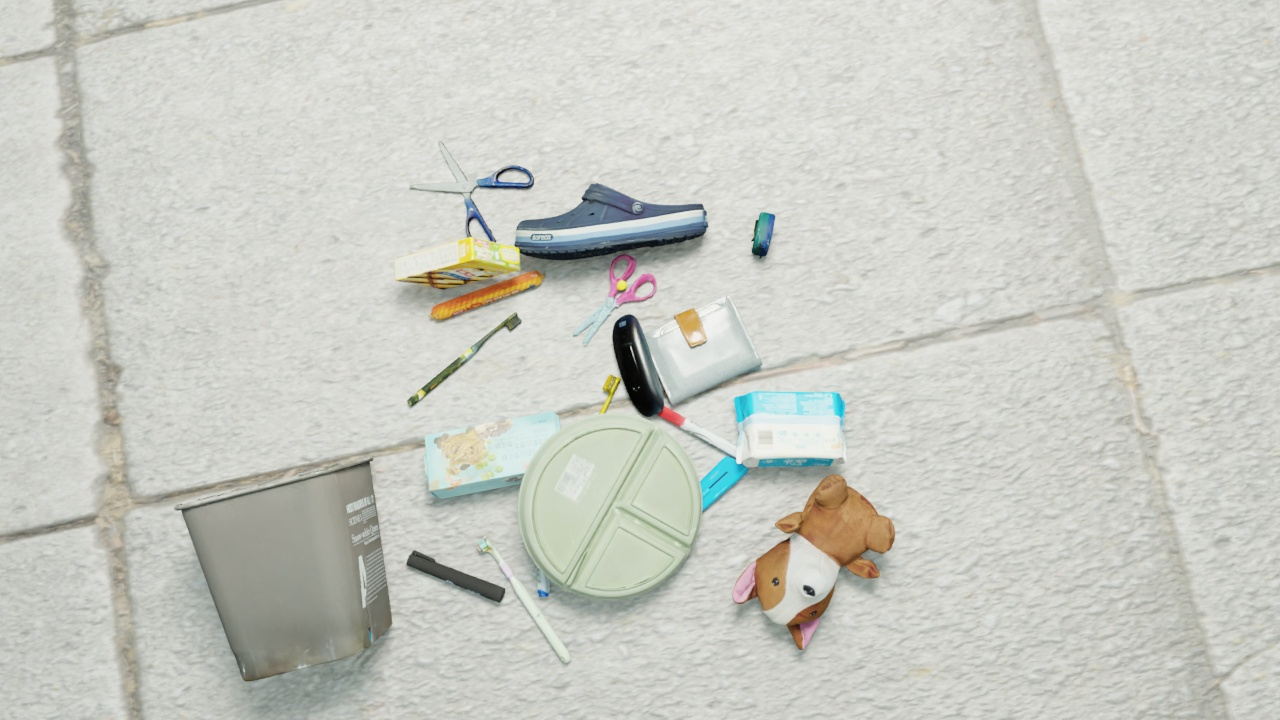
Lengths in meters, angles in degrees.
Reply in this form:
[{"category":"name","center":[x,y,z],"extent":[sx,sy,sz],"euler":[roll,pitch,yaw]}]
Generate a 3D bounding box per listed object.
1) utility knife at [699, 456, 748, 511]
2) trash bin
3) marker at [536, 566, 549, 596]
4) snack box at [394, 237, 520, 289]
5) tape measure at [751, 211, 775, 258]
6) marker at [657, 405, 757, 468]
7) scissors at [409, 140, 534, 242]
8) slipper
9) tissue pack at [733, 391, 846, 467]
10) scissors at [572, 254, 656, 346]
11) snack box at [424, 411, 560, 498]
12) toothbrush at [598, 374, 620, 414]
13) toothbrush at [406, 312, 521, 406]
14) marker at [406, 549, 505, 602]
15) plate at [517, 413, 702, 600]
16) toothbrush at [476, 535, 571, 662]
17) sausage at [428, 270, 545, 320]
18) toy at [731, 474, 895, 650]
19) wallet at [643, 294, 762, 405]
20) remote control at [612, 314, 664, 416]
[{"category":"utility knife","center":[0.059,0.191,1.167],"extent":[0.185,0.018,0.034],"euler":[-43,83,-1]},{"category":"trash bin","center":[-0.408,0.244,1.105],"extent":[0.198,0.199,0.219],"euler":[-15,88,1]},{"category":"marker","center":[-0.126,0.227,1.172],"extent":[0.017,0.017,0.145],"euler":[-4,82,2]},{"category":"snack box","center":[-0.232,-0.121,1.159],"extent":[0.141,0.086,0.033],"euler":[-11,80,33]},{"category":"tape measure","center":[0.157,-0.164,1.186],"extent":[0.025,0.058,0.054],"euler":[11,85,4]},{"category":"marker","center":[0.088,0.098,1.177],"extent":[0.145,0.017,0.017],"euler":[29,85,6]},{"category":"scissors","center":[-0.226,-0.226,1.239],"extent":[0.176,0.012,0.162],"euler":[-9,83,3]},{"category":"slipper","center":[-0.040,-0.183,1.175],"extent":[0.253,0.105,0.095],"euler":[-6,89,0]},{"category":"tissue pack","center":[0.188,0.087,1.145],"extent":[0.140,0.063,0.089],"euler":[0,69,2]},{"category":"scissors","center":[-0.032,-0.069,1.209],"extent":[0.077,0.017,0.137],"euler":[32,90,-2]},{"category":"snack box","center":[-0.183,0.120,1.165],"extent":[0.175,0.052,0.074],"euler":[-11,69,2]},{"category":"toothbrush","center":[-0.072,0.105,1.186],"extent":[0.016,0.015,0.190],"euler":[24,85,11]},{"category":"toothbrush","center":[-0.232,0.000,1.210],"extent":[0.186,0.012,0.017],"euler":[-40,93,-2]},{"category":"marker","center":[-0.235,0.275,1.171],"extent":[0.132,0.020,0.022],"euler":[20,93,6]},{"category":"plate","center":[-0.034,0.179,1.116],"extent":[0.230,0.027,0.230],"euler":[0,89,-10]},{"category":"toothbrush","center":[-0.147,0.304,1.163],"extent":[0.020,0.029,0.189],"euler":[-32,81,-42]},{"category":"sausage","center":[-0.203,-0.086,1.214],"extent":[0.165,0.021,0.021],"euler":[-19,82,1]},{"category":"toy","center":[0.211,0.243,1.106],"extent":[0.140,0.130,0.200],"euler":[41,96,1]},{"category":"wallet","center":[0.078,-0.016,1.183],"extent":[0.130,0.037,0.106],"euler":[-24,83,0]},{"category":"remote control","center":[-0.007,0.007,1.180],"extent":[0.053,0.024,0.136],"euler":[-25,79,39]}]
